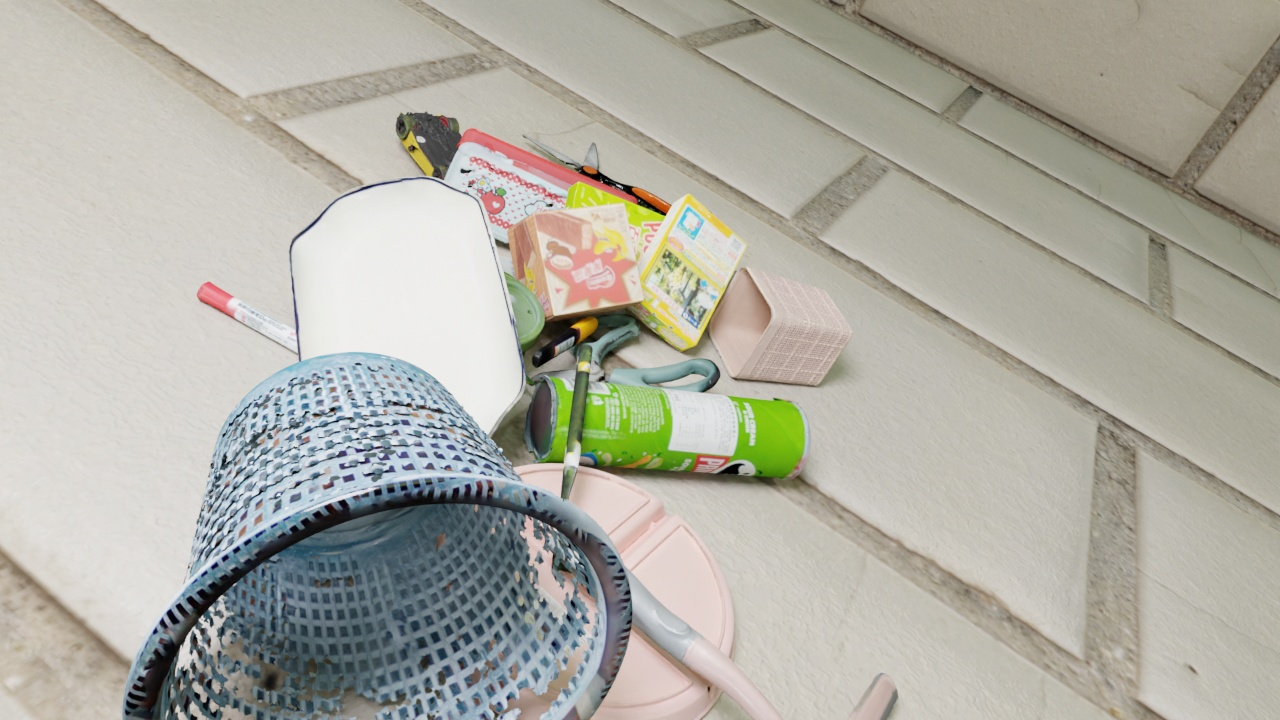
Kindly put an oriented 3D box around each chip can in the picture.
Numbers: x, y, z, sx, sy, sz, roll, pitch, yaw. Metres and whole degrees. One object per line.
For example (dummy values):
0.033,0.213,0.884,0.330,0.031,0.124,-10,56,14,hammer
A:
0.025,0.057,0.761,0.235,0.072,0.072,7,38,-25,chip can

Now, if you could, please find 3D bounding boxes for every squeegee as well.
0.036,0.190,0.571,0.249,0.040,0.246,42,39,11,squeegee

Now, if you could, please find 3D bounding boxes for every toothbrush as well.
-0.046,0.065,0.661,0.017,0.012,0.185,19,52,-20,toothbrush

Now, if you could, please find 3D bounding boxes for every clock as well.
-0.150,-0.041,0.798,0.116,0.056,0.161,6,38,-27,clock

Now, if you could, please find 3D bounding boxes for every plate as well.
-0.036,0.154,0.632,0.229,0.028,0.229,17,35,-13,plate
-0.179,-0.030,0.705,0.162,0.034,0.265,-16,61,-6,plate

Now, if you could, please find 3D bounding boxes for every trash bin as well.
-0.143,0.102,0.492,0.226,0.227,0.195,4,27,-28,trash bin

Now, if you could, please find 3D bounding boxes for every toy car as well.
-0.218,-0.224,1.016,0.071,0.041,0.156,-12,55,-43,toy car

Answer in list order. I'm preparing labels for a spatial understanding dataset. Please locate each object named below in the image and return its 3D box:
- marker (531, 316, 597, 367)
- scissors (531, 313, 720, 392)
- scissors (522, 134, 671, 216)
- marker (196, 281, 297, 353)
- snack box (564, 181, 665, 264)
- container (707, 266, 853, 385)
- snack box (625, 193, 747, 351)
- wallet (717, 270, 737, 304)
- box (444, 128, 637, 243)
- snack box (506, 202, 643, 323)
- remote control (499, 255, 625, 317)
-0.066,-0.018,0.806,0.015,0.018,0.123,20,23,13,marker
-0.004,0.005,0.830,0.181,0.019,0.169,15,29,15,scissors
-0.058,-0.214,1.125,0.234,0.022,0.220,29,33,4,scissors
-0.284,-0.022,0.723,0.145,0.017,0.017,28,34,5,marker
-0.008,-0.116,0.943,0.156,0.026,0.085,18,74,-26,snack box
0.146,-0.032,0.948,0.110,0.090,0.090,9,37,-27,container
0.045,-0.089,0.930,0.087,0.034,0.140,37,61,-18,snack box
0.135,-0.066,1.051,0.120,0.019,0.097,4,41,-31,wallet
-0.110,-0.164,0.979,0.201,0.100,0.102,21,4,-16,box
-0.061,-0.088,0.851,0.092,0.077,0.094,-11,90,-27,snack box
-0.087,-0.073,0.913,0.150,0.021,0.058,10,36,-20,remote control
